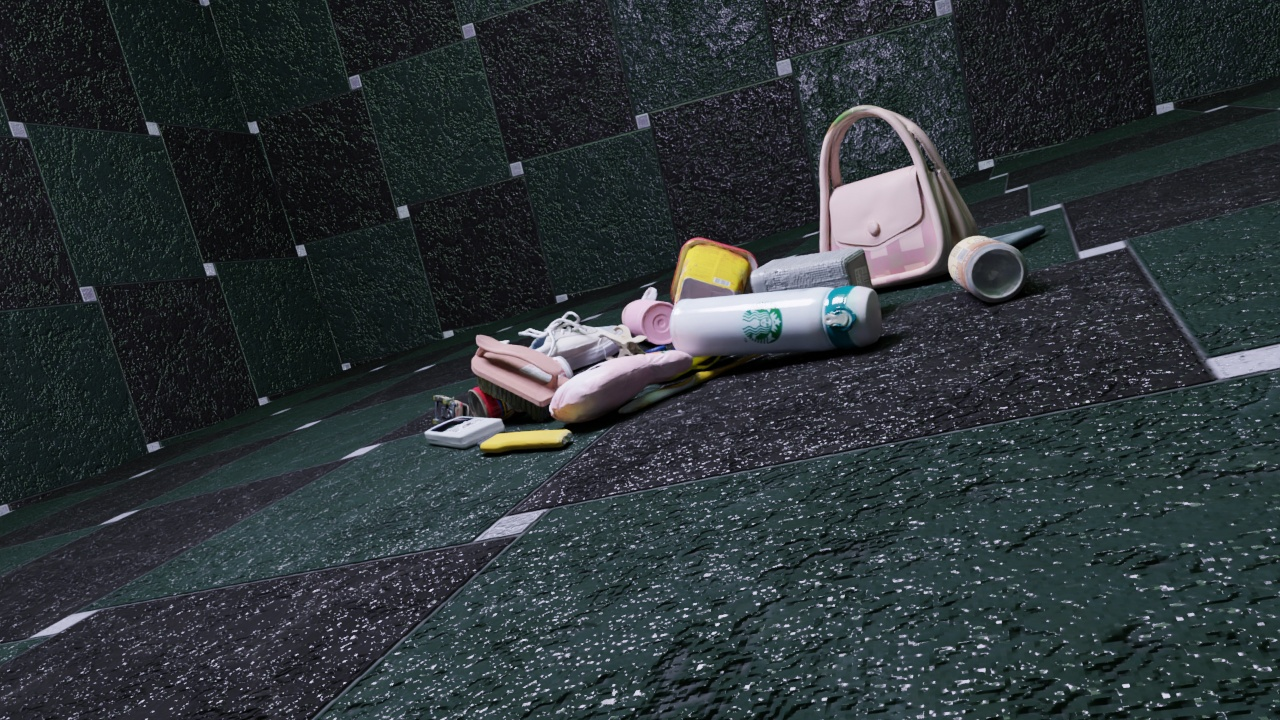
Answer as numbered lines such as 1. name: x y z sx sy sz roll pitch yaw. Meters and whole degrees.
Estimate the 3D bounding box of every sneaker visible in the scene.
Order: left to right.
1. sneaker: -0.124 -0.025 1.430 0.241 0.091 0.090 -24 11 -38

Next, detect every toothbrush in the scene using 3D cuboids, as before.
1. toothbrush: 0.058 0.018 0.993 0.191 0.018 0.016 -22 7 -22

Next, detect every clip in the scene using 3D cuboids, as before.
1. clip: -0.015 -0.008 1.257 0.034 0.084 0.104 -26 35 -26

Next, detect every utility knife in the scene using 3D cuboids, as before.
1. utility knife: -0.123 0.086 0.959 0.154 0.015 0.033 -8 20 48

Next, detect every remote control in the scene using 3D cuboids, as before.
1. remote control: -0.222 0.088 1.146 0.058 0.021 0.150 -23 10 -29

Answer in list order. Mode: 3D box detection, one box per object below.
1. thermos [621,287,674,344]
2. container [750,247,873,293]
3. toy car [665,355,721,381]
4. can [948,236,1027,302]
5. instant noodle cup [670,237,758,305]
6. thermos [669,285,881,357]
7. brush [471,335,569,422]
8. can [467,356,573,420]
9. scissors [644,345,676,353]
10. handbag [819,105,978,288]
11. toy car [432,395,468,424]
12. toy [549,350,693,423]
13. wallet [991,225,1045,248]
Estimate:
1. thermos: 0.018 -0.073 1.461 0.067 0.087 0.198 25 2 -11
2. container: 0.204 -0.078 1.066 0.114 0.090 0.090 -10 12 33
3. toy car: 0.063 -0.002 1.074 0.105 0.032 0.048 -30 8 4
4. can: 0.353 -0.095 0.940 0.058 0.058 0.116 -17 8 12
5. instant noodle cup: 0.099 -0.098 1.305 0.116 0.116 0.123 17 29 4
6. thermos: 0.139 -0.039 0.953 0.225 0.073 0.073 -3 17 38
7. brush: -0.150 0.016 1.120 0.146 0.073 0.063 23 34 33
8. can: -0.155 0.039 1.199 0.132 0.053 0.053 -23 9 -28
9. scissors: -0.001 0.006 1.229 0.175 0.012 0.162 -17 9 19
10. handbag: 0.310 -0.211 1.180 0.093 0.234 0.194 -23 9 -37
11. toy car: -0.267 0.072 1.282 0.035 0.042 0.090 4 1 -30
12. toy: -0.024 0.025 0.995 0.159 0.054 0.121 -20 -3 -16
13. wallet: 0.457 -0.150 1.216 0.097 0.019 0.121 -22 7 -36
